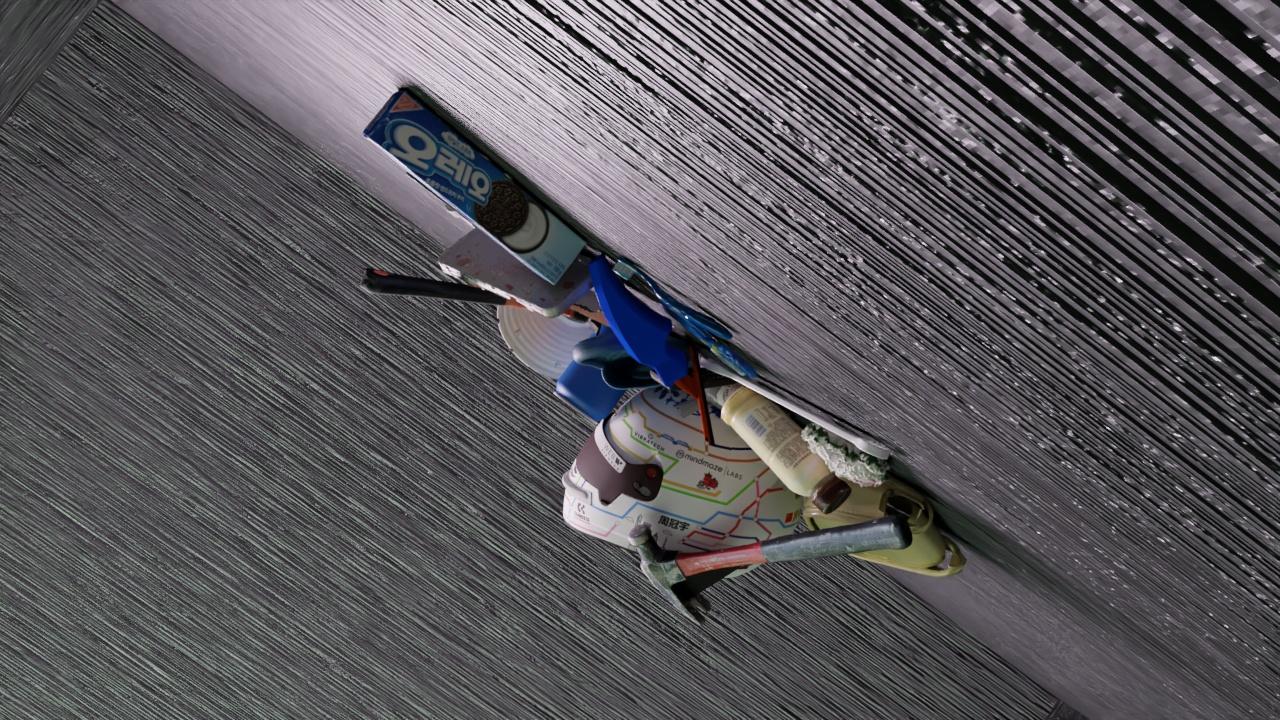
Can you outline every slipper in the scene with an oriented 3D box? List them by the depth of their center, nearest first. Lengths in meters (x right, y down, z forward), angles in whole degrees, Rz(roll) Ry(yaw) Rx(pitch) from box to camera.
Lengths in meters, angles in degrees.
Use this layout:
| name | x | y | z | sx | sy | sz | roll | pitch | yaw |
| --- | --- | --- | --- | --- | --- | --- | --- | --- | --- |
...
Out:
| name | x | y | z | sx | sy | sz | roll | pitch | yaw |
| --- | --- | --- | --- | --- | --- | --- | --- | --- | --- |
| slipper | -0.006 | 0.006 | 1.063 | 0.104 | 0.059 | 0.213 | -14 | 167 | 26 |

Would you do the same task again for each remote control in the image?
| name | x | y | z | sx | sy | sz | roll | pitch | yaw |
| --- | --- | --- | --- | --- | --- | --- | --- | --- | --- |
| remote control | 0.064 | 0.019 | 1.031 | 0.124 | 0.010 | 0.039 | -2 | -154 | -45 |

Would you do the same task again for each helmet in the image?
| name | x | y | z | sx | sy | sz | roll | pitch | yaw |
| --- | --- | --- | --- | --- | --- | --- | --- | --- | --- |
| helmet | 0.059 | 0.136 | 1.190 | 0.315 | 0.236 | 0.230 | 16 | -167 | 18 |

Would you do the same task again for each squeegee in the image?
| name | x | y | z | sx | sy | sz | roll | pitch | yaw |
| --- | --- | --- | --- | --- | --- | --- | --- | --- | --- |
| squeegee | 0.005 | -0.028 | 0.939 | 0.185 | 0.055 | 0.249 | 55 | -169 | -17 |

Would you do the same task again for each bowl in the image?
| name | x | y | z | sx | sy | sz | roll | pitch | yaw |
| --- | --- | --- | --- | --- | --- | --- | --- | --- | --- |
| bowl | -0.105 | -0.064 | 1.282 | 0.177 | 0.176 | 0.071 | 37 | 136 | -6 |

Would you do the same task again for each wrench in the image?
| name | x | y | z | sx | sy | sz | roll | pitch | yaw |
| --- | --- | --- | --- | --- | --- | --- | --- | --- | --- |
| wrench | 0.148 | 0.043 | 0.932 | 0.047 | 0.009 | 0.273 | 16 | -171 | -37 |

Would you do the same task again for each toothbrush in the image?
| name | x | y | z | sx | sy | sz | roll | pitch | yaw |
| --- | --- | --- | --- | --- | --- | --- | --- | --- | --- |
| toothbrush | 0.029 | -0.055 | 0.841 | 0.132 | 0.016 | 0.021 | 36 | 178 | 15 |

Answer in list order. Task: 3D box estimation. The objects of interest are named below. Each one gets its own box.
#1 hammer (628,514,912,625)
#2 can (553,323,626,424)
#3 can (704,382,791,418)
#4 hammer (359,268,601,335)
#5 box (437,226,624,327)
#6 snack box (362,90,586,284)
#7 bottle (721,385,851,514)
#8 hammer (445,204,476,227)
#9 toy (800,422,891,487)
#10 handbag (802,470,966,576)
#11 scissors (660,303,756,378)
| name | x | y | z | sx | sy | sz | roll | pitch | yaw |
| --- | --- | --- | --- | --- | --- | --- | --- | --- | --- |
| hammer | 0.144 | 0.219 | 1.017 | 0.327 | 0.036 | 0.140 | -18 | 112 | 35 |
| can | -0.041 | 0.003 | 1.177 | 0.079 | 0.146 | 0.079 | 36 | 176 | 2 |
| can | 0.125 | 0.053 | 1.085 | 0.106 | 0.044 | 0.044 | 35 | 176 | 19 |
| hammer | -0.174 | -0.073 | 1.063 | 0.133 | 0.033 | 0.332 | 28 | -164 | 40 |
| box | -0.116 | -0.085 | 1.024 | 0.216 | 0.096 | 0.105 | 26 | 160 | 41 |
| snack box | -0.156 | -0.162 | 0.879 | 0.226 | 0.059 | 0.059 | 38 | 180 | -25 |
| bottle | 0.159 | 0.096 | 0.997 | 0.162 | 0.056 | 0.056 | 47 | -178 | 27 |
| hammer | -0.115 | -0.126 | 1.163 | 0.316 | 0.036 | 0.126 | 33 | 177 | 35 |
| toy | 0.215 | 0.102 | 0.938 | 0.096 | 0.041 | 0.109 | 31 | -179 | 31 |
| handbag | 0.275 | 0.177 | 1.069 | 0.191 | 0.088 | 0.233 | 15 | 164 | 36 |
| scissors | 0.068 | -0.023 | 0.940 | 0.132 | 0.019 | 0.105 | 39 | 176 | 14 |
